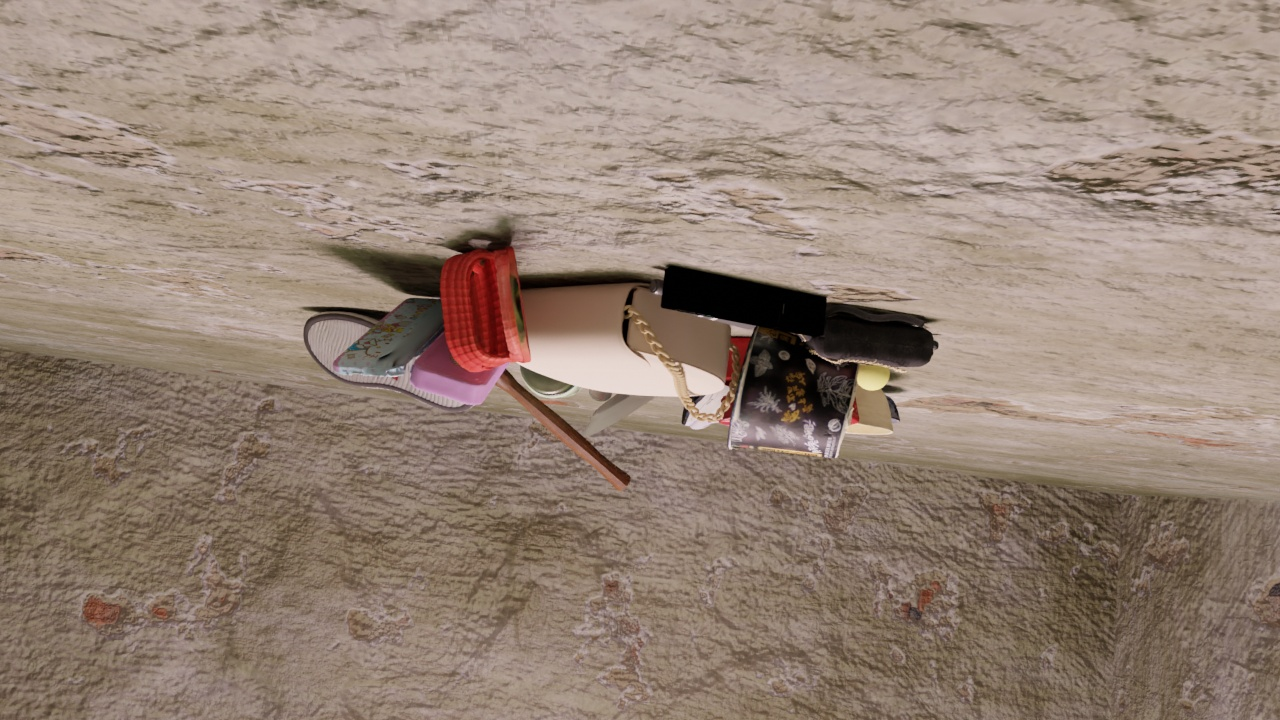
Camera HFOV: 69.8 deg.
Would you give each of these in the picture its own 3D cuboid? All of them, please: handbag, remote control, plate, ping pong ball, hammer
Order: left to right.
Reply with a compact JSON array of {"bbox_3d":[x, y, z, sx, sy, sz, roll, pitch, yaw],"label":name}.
[{"bbox_3d":[-0.135,0.054,1.137,0.323,0.033,0.115,43,176,-17],"label":"hammer"},{"bbox_3d":[-0.020,-0.009,0.921,0.211,0.103,0.208,0,166,34],"label":"handbag"},{"bbox_3d":[-0.010,0.048,1.270,0.188,0.016,0.188,-33,-176,3],"label":"plate"},{"bbox_3d":[0.090,-0.049,0.781,0.150,0.034,0.013,10,172,-18],"label":"remote control"},{"bbox_3d":[0.211,-0.021,0.862,0.128,0.054,0.079,6,-176,-11],"label":"handbag"},{"bbox_3d":[0.268,0.015,1.060,0.040,0.040,0.040,7,172,1],"label":"ping pong ball"}]

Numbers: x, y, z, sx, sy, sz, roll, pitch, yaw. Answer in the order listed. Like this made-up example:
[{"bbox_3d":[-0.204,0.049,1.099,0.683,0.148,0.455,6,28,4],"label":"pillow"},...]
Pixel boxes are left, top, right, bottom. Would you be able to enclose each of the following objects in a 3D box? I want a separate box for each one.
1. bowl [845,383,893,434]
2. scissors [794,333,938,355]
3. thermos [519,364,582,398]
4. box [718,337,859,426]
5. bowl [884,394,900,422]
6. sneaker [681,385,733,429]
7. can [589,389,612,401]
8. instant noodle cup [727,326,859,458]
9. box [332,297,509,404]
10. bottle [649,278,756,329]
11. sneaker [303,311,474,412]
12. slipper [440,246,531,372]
[{"bbox_3d":[0.258,0.052,1.207,0.151,0.075,0.151,7,173,1],"label":"bowl"},{"bbox_3d":[0.235,-0.017,0.941,0.148,0.019,0.124,13,171,-26],"label":"scissors"},{"bbox_3d":[-0.107,0.006,1.129,0.082,0.082,0.231,7,179,0],"label":"thermos"},{"bbox_3d":[0.174,0.025,1.084,0.134,0.110,0.157,-11,161,29],"label":"box"},{"bbox_3d":[0.317,0.060,1.324,0.114,0.045,0.114,7,172,1],"label":"bowl"},{"bbox_3d":[0.130,0.052,1.276,0.124,0.088,0.240,9,168,-1],"label":"sneaker"},{"bbox_3d":[-0.050,0.015,1.227,0.032,0.032,0.095,7,141,-2],"label":"can"},{"bbox_3d":[0.158,0.035,0.929,0.112,0.137,0.137,13,173,11],"label":"instant noodle cup"},{"bbox_3d":[-0.205,-0.018,0.935,0.151,0.035,0.213,9,-159,3],"label":"box"},{"bbox_3d":[0.056,-0.053,0.800,0.112,0.030,0.030,12,171,-35],"label":"bottle"},{"bbox_3d":[-0.319,-0.015,1.238,0.263,0.097,0.128,17,-161,7],"label":"sneaker"},{"bbox_3d":[-0.142,-0.042,0.794,0.059,0.103,0.249,-9,-176,-17],"label":"slipper"}]
